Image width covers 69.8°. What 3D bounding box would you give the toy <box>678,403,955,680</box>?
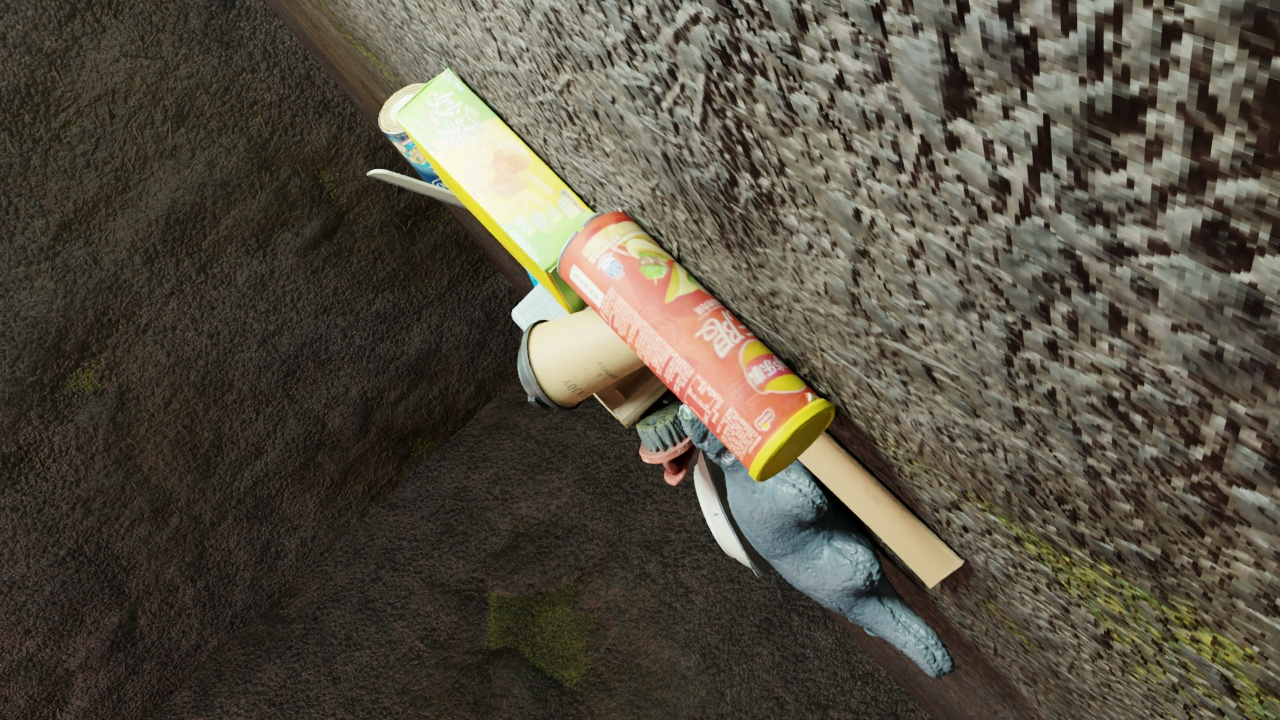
[{"bbox_3d":[0.161,0.168,0.904,0.356,0.091,0.138,46,172,-2],"label":"toy"}]

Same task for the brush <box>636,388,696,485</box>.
[{"bbox_3d":[0.034,0.075,0.943,0.145,0.063,0.069,-67,-44,-71],"label":"brush"}]

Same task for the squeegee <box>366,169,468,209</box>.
[{"bbox_3d":[-0.136,-0.164,1.016,0.246,0.039,0.247,13,-170,-45],"label":"squeegee"}]

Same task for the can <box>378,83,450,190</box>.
[{"bbox_3d":[-0.241,-0.255,1.058,0.075,0.075,0.111,44,174,37],"label":"can"}]

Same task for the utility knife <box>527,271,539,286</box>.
[{"bbox_3d":[-0.113,-0.079,1.105,0.034,0.018,0.166,30,149,51],"label":"utility knife"}]

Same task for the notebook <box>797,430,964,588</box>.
[{"bbox_3d":[0.166,0.094,0.739,0.211,0.012,0.149,45,174,20],"label":"notebook"}]

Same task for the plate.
[{"bbox_3d":[0.098,0.158,1.005,0.164,0.034,0.163,69,-165,10],"label":"plate"}]

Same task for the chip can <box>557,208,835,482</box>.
[{"bbox_3d":[0.033,-0.014,0.639,0.216,0.073,0.073,45,175,21],"label":"chip can"}]

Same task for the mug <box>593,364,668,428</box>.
[{"bbox_3d":[-0.006,0.006,0.953,0.084,0.103,0.124,50,175,-34],"label":"mug"}]

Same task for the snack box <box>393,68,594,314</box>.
[{"bbox_3d":[-0.118,-0.151,0.861,0.210,0.070,0.158,46,176,12],"label":"snack box"}]

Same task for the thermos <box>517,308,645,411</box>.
[{"bbox_3d":[-0.043,-0.011,0.865,0.093,0.144,0.092,38,-139,-43],"label":"thermos"}]

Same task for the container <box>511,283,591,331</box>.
[{"bbox_3d":[-0.079,-0.057,1.048,0.090,0.111,0.090,47,176,9],"label":"container"}]
